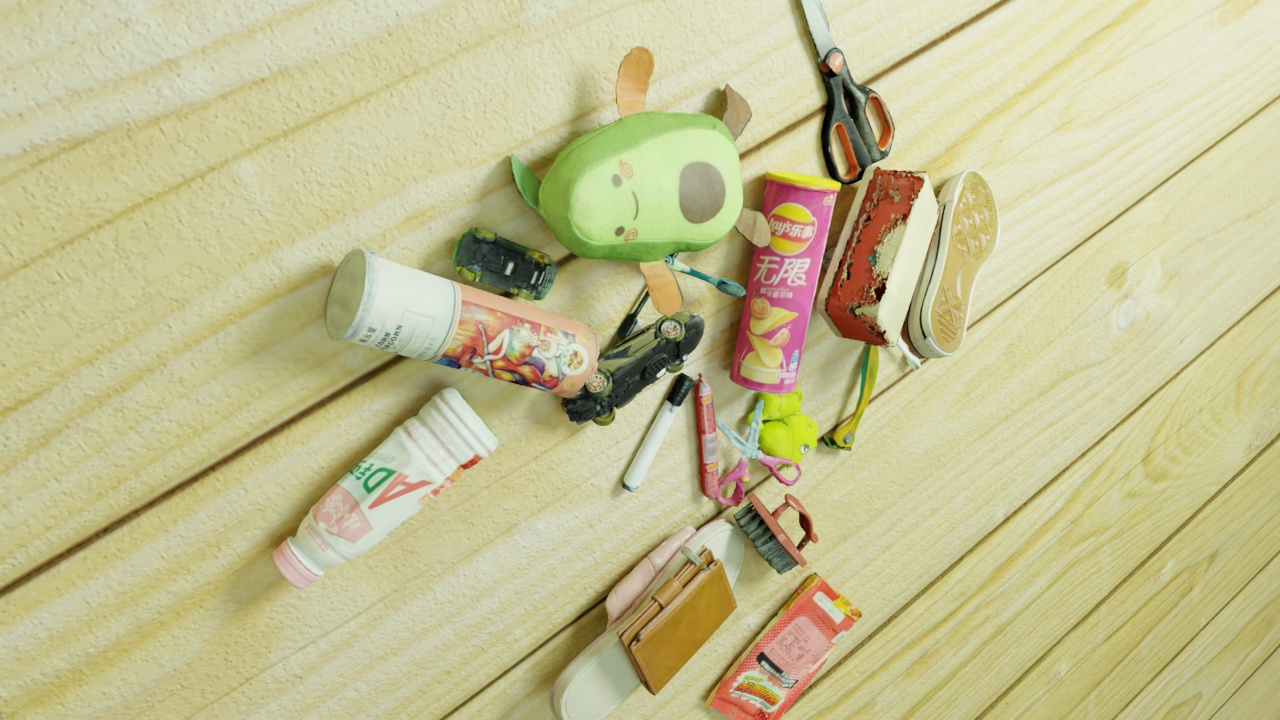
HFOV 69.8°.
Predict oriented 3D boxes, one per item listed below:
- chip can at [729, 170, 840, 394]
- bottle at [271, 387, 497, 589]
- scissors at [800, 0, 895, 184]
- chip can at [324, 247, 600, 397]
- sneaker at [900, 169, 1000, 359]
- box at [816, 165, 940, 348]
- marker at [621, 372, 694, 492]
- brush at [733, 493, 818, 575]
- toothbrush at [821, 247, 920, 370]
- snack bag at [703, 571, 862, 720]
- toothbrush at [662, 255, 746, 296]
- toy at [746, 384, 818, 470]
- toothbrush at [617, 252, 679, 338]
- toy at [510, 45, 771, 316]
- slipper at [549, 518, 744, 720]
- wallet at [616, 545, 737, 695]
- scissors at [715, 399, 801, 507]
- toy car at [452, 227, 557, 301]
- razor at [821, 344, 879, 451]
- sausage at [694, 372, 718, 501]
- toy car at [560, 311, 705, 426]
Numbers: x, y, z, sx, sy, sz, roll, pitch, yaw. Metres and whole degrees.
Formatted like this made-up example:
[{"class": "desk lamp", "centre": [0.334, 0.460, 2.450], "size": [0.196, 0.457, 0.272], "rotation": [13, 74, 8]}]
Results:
[{"class": "chip can", "centre": [0.139, -0.076, 0.903], "size": [0.071, 0.071, 0.211], "rotation": [-2, 111, -33]}, {"class": "bottle", "centre": [-0.211, 0.106, 0.753], "size": [0.196, 0.068, 0.068], "rotation": [-40, 126, -8]}, {"class": "scissors", "centre": [0.180, -0.265, 0.882], "size": [0.235, 0.022, 0.136], "rotation": [32, 91, -38]}, {"class": "chip can", "centre": [-0.137, -0.025, 0.741], "size": [0.214, 0.071, 0.071], "rotation": [17, 99, -38]}, {"class": "sneaker", "centre": [0.321, -0.104, 1.003], "size": [0.118, 0.088, 0.240], "rotation": [36, 63, -27]}, {"class": "box", "centre": [0.248, -0.104, 0.918], "size": [0.091, 0.079, 0.168], "rotation": [40, 68, -53]}, {"class": "marker", "centre": [0.018, 0.073, 0.918], "size": [0.022, 0.018, 0.131], "rotation": [24, 95, -47]}, {"class": "brush", "centre": [0.160, 0.193, 1.020], "size": [0.069, 0.063, 0.146], "rotation": [-36, 145, 2]}, {"class": "toothbrush", "centre": [0.265, -0.051, 1.025], "size": [0.224, 0.027, 0.027], "rotation": [42, 47, -37]}, {"class": "snack bag", "centre": [0.179, 0.364, 1.122], "size": [0.208, 0.073, 0.128], "rotation": [-50, 124, 0]}, {"class": "toothbrush", "centre": [0.020, -0.091, 0.834], "size": [0.191, 0.018, 0.016], "rotation": [19, 96, -28]}, {"class": "toy", "centre": [0.155, 0.073, 1.001], "size": [0.096, 0.031, 0.100], "rotation": [-7, 110, -26]}, {"class": "toothbrush", "centre": [0.031, -0.096, 0.858], "size": [0.018, 0.016, 0.181], "rotation": [29, 93, -44]}, {"class": "toy", "centre": [0.017, -0.148, 0.779], "size": [0.246, 0.090, 0.227], "rotation": [-19, 108, -31]}, {"class": "slipper", "centre": [0.006, 0.269, 0.968], "size": [0.273, 0.054, 0.114], "rotation": [-43, 130, -19]}, {"class": "wallet", "centre": [0.040, 0.261, 0.930], "size": [0.130, 0.035, 0.119], "rotation": [-40, 129, -24]}, {"class": "scissors", "centre": [0.125, 0.102, 0.981], "size": [0.125, 0.017, 0.133], "rotation": [6, 115, -8]}, {"class": "toy car", "centre": [-0.113, -0.079, 0.755], "size": [0.091, 0.036, 0.043], "rotation": [19, 99, -38]}, {"class": "razor", "centre": [0.250, 0.041, 1.056], "size": [0.043, 0.028, 0.132], "rotation": [12, 100, -33]}, {"class": "sausage", "centre": [0.070, 0.082, 0.955], "size": [0.020, 0.020, 0.156], "rotation": [-20, 119, -26]}, {"class": "toy car", "centre": [-0.005, 0.005, 0.852], "size": [0.158, 0.042, 0.070], "rotation": [-33, 154, -17]}]
